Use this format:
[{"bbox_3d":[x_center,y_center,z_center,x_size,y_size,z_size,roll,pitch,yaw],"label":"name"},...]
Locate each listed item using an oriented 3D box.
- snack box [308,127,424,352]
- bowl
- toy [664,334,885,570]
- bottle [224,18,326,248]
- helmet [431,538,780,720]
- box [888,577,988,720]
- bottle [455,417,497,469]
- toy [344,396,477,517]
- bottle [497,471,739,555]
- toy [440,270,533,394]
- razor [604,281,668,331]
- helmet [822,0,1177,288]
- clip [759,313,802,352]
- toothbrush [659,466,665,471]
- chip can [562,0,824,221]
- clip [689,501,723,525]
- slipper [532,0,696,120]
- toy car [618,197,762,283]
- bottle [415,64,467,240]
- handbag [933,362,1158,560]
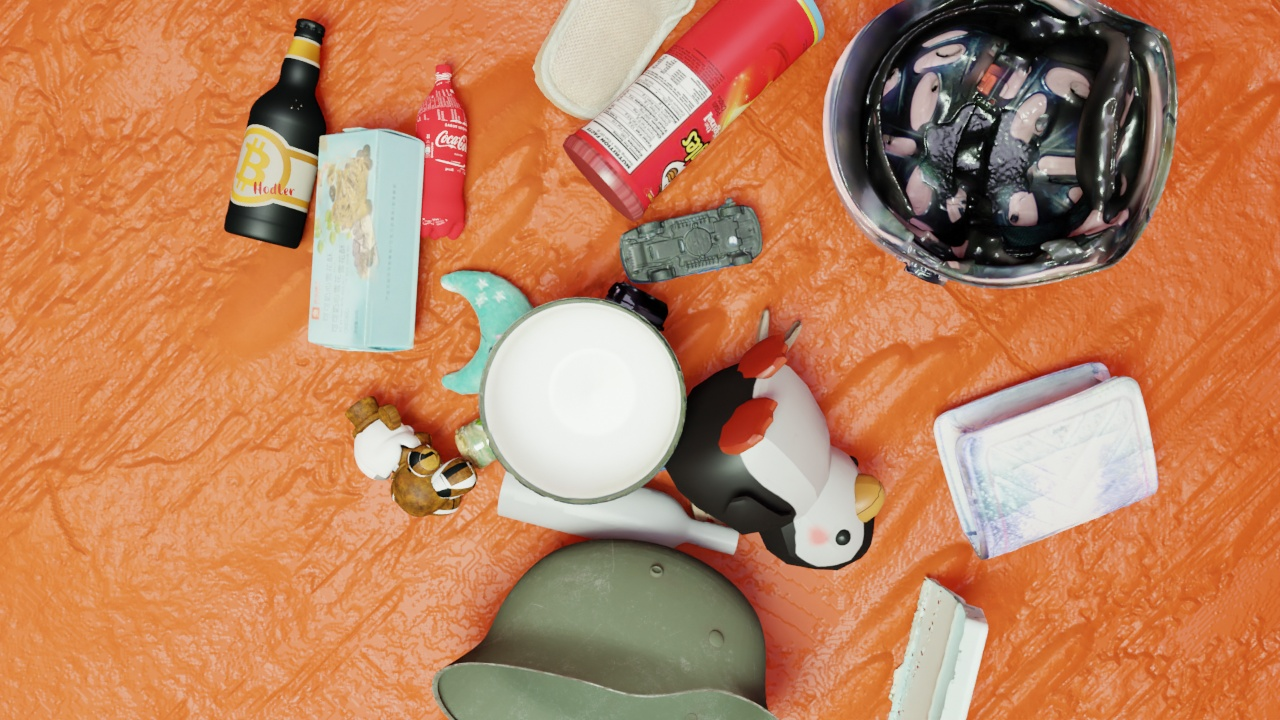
[{"bbox_3d":[-0.221,-0.095,0.739,0.075,0.053,0.174,6,92,37],"label":"snack box"},{"bbox_3d":[-0.041,0.028,0.702,0.153,0.073,0.153,0,95,5],"label":"bowl"},{"bbox_3d":[0.108,0.097,0.734,0.140,0.158,0.184,-28,117,37],"label":"toy"},{"bbox_3d":[-0.288,-0.185,0.745,0.059,0.059,0.181,14,91,-2],"label":"bottle"},{"bbox_3d":[-0.003,0.225,0.705,0.268,0.227,0.153,15,50,8],"label":"helmet"},{"bbox_3d":[0.232,0.285,0.733,0.044,0.136,0.197,14,92,3],"label":"box"},{"bbox_3d":[-0.099,0.050,0.766,0.111,0.043,0.043,-28,92,2],"label":"bottle"},{"bbox_3d":[-0.193,0.079,0.750,0.067,0.087,0.112,-29,78,-39],"label":"toy"},{"bbox_3d":[-0.016,0.126,0.757,0.195,0.052,0.052,14,91,3],"label":"bottle"},{"bbox_3d":[-0.128,-0.022,0.770,0.085,0.033,0.105,3,93,9],"label":"toy"},{"bbox_3d":[-0.005,0.004,0.762,0.064,0.053,0.140,-5,93,5],"label":"razor"},{"bbox_3d":[0.259,-0.170,0.711,0.255,0.152,0.230,5,94,0],"label":"helmet"},{"bbox_3d":[0.115,-0.010,0.778,0.061,0.026,0.049,-18,94,1],"label":"clip"},{"bbox_3d":[0.069,0.058,0.785,0.135,0.017,0.021,-31,96,-2],"label":"toothbrush"},{"bbox_3d":[0.042,-0.215,0.739,0.213,0.087,0.087,-44,92,-1],"label":"chip can"},{"bbox_3d":[0.052,0.126,0.782,0.061,0.026,0.049,40,96,-9],"label":"clip"},{"bbox_3d":[0.004,-0.317,0.731,0.115,0.052,0.263,27,96,-30],"label":"slipper"},{"bbox_3d":[0.041,-0.097,0.763,0.120,0.043,0.056,-13,92,-4],"label":"toy car"},{"bbox_3d":[-0.165,-0.171,0.757,0.042,0.042,0.141,2,92,-1],"label":"bottle"},{"bbox_3d":[0.337,0.083,0.767,0.158,0.069,0.126,-21,106,0],"label":"handbag"}]
